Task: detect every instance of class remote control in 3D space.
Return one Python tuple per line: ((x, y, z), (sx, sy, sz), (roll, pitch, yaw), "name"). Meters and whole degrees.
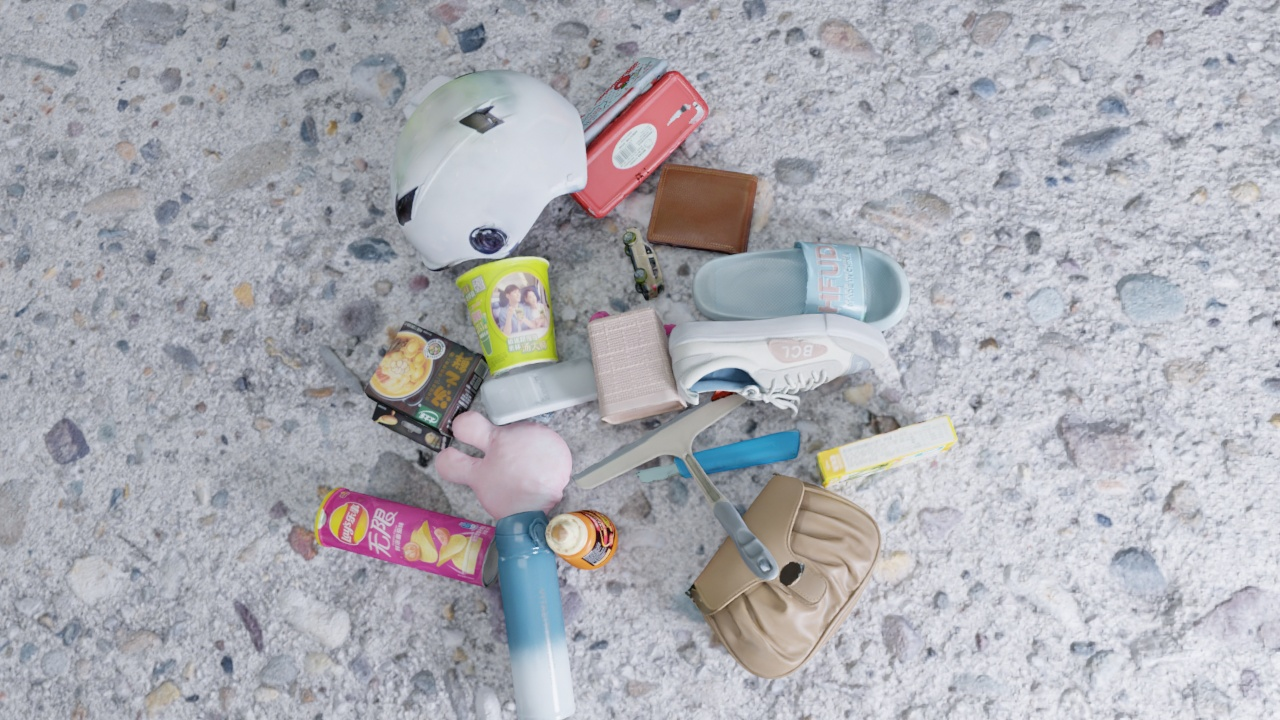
((-0.112, 0.035, 1.049), (0.135, 0.020, 0.056), (-15, 60, -20), "remote control")

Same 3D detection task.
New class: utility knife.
((0.087, 0.112, 1.035), (0.192, 0.018, 0.034), (-13, 59, 9), "utility knife")

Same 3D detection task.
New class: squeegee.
((0.083, 0.148, 0.968), (0.246, 0.039, 0.246), (-30, 42, -6), "squeegee")

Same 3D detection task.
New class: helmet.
((-0.197, -0.235, 1.058), (0.259, 0.146, 0.228), (-31, 42, 14), "helmet")

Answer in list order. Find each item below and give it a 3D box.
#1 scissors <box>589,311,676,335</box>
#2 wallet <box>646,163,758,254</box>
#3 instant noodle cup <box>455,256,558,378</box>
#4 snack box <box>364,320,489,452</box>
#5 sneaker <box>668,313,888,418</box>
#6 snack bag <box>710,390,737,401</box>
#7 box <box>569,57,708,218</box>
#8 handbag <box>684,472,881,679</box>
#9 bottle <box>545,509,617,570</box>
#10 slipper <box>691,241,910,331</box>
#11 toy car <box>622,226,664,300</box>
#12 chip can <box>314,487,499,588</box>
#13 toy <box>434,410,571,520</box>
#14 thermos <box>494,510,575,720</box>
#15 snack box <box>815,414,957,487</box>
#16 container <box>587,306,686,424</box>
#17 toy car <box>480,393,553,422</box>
((-0.010, -0.006, 1.085), (0.136, 0.017, 0.133), (-27, 77, 2), "scissors")
((0.074, -0.180, 1.104), (0.125, 0.032, 0.101), (10, 81, 14), "wallet")
((-0.149, -0.045, 1.078), (0.112, 0.111, 0.123), (-15, 82, 7), "instant noodle cup")
((-0.259, 0.032, 1.107), (0.113, 0.053, 0.125), (23, 76, 15), "snack box")
((0.153, 0.008, 0.986), (0.242, 0.090, 0.090), (-1, 64, -6), "sneaker")
((0.088, 0.001, 1.051), (0.048, 0.026, 0.104), (-16, 62, 0), "snack bag")
((-0.026, -0.281, 1.143), (0.201, 0.099, 0.116), (-45, 106, -3), "box")
((0.151, 0.222, 0.952), (0.148, 0.100, 0.204), (35, 81, 18), "handbag")
((-0.067, 0.188, 0.976), (0.067, 0.149, 0.066), (-3, 75, 10), "bottle")
((0.178, -0.088, 1.038), (0.246, 0.074, 0.104), (1, 75, 12), "slipper")
((0.002, -0.118, 1.096), (0.035, 0.042, 0.090), (-18, 74, -4), "toy car")
((-0.261, 0.202, 1.051), (0.211, 0.071, 0.071), (11, 78, 13), "chip can")
((-0.157, 0.120, 1.060), (0.159, 0.054, 0.121), (25, 85, 16), "toy")
((-0.115, 0.273, 0.987), (0.070, 0.070, 0.220), (-8, 86, 9), "thermos")
((0.256, 0.098, 0.970), (0.140, 0.087, 0.033), (-20, 74, 6), "snack box")
((-0.006, 0.006, 1.033), (0.090, 0.090, 0.111), (-14, 79, 7), "container")
((-0.146, 0.052, 1.081), (0.090, 0.043, 0.034), (20, 79, 14), "toy car")
